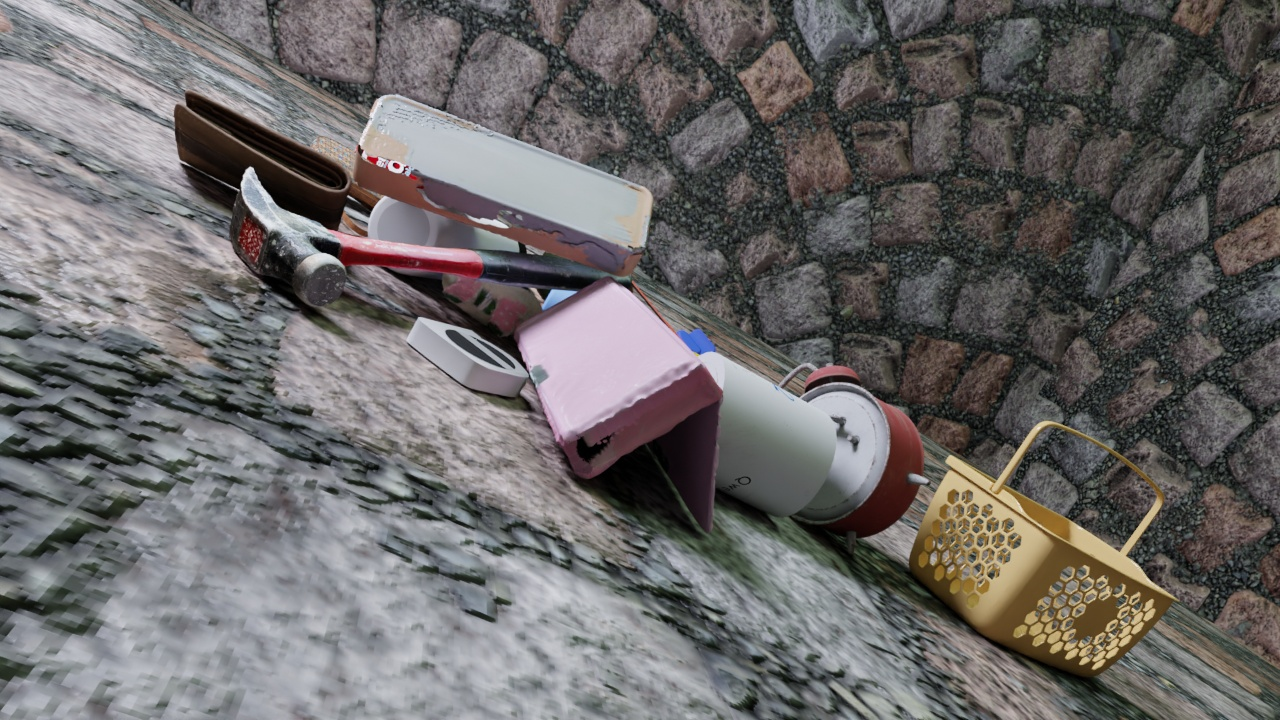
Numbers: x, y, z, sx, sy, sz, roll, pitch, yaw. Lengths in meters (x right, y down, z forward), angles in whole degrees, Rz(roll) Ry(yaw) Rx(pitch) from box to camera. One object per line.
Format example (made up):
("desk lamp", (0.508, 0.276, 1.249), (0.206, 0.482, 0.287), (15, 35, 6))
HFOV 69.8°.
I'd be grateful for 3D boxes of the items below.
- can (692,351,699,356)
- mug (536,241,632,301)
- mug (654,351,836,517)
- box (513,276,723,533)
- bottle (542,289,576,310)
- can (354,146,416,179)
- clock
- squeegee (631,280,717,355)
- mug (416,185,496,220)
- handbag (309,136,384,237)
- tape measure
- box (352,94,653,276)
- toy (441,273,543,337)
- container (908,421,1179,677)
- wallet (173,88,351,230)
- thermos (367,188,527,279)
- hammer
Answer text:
("can", (0.060, 0.036, 0.764), (0.067, 0.067, 0.124), (36, 9, 36))
("mug", (-0.057, -0.072, 1.014), (0.081, 0.084, 0.111), (42, -22, 47))
("mug", (0.063, 0.055, 0.654), (0.096, 0.083, 0.120), (28, -19, -21))
("box", (-0.008, 0.029, 0.594), (0.107, 0.099, 0.232), (63, -6, -21))
("bottle", (-0.032, -0.022, 0.856), (0.131, 0.048, 0.048), (30, 8, -7))
("can", (-0.268, -0.211, 1.081), (0.142, 0.074, 0.074), (34, 8, 22))
("clock", (0.143, 0.061, 0.709), (0.062, 0.110, 0.156), (25, 25, -37))
("squeegee", (0.064, -0.008, 1.119), (0.249, 0.055, 0.184), (51, 13, 16))
("mug", (-0.196, -0.156, 0.974), (0.088, 0.087, 0.114), (55, 2, 28))
("handbag", (-0.273, -0.151, 0.872), (0.093, 0.043, 0.195), (30, 15, -33))
("tape measure", (-0.104, -0.001, 0.564), (0.065, 0.017, 0.064), (35, 9, 28))
("box", (-0.105, -0.123, 0.701), (0.217, 0.096, 0.114), (18, 46, -12))
("toy", (-0.117, -0.049, 0.729), (0.087, 0.050, 0.112), (32, 13, 5))
("container", (0.331, 0.144, 0.727), (0.183, 0.167, 0.129), (27, 9, -29))
("wallet", (-0.266, -0.135, 0.648), (0.121, 0.026, 0.099), (27, -21, -17))
("thermos", (-0.176, -0.108, 0.822), (0.101, 0.068, 0.229), (19, 5, 10))
("hammer", (-0.125, -0.072, 0.644), (0.140, 0.036, 0.325), (35, 20, 33))
